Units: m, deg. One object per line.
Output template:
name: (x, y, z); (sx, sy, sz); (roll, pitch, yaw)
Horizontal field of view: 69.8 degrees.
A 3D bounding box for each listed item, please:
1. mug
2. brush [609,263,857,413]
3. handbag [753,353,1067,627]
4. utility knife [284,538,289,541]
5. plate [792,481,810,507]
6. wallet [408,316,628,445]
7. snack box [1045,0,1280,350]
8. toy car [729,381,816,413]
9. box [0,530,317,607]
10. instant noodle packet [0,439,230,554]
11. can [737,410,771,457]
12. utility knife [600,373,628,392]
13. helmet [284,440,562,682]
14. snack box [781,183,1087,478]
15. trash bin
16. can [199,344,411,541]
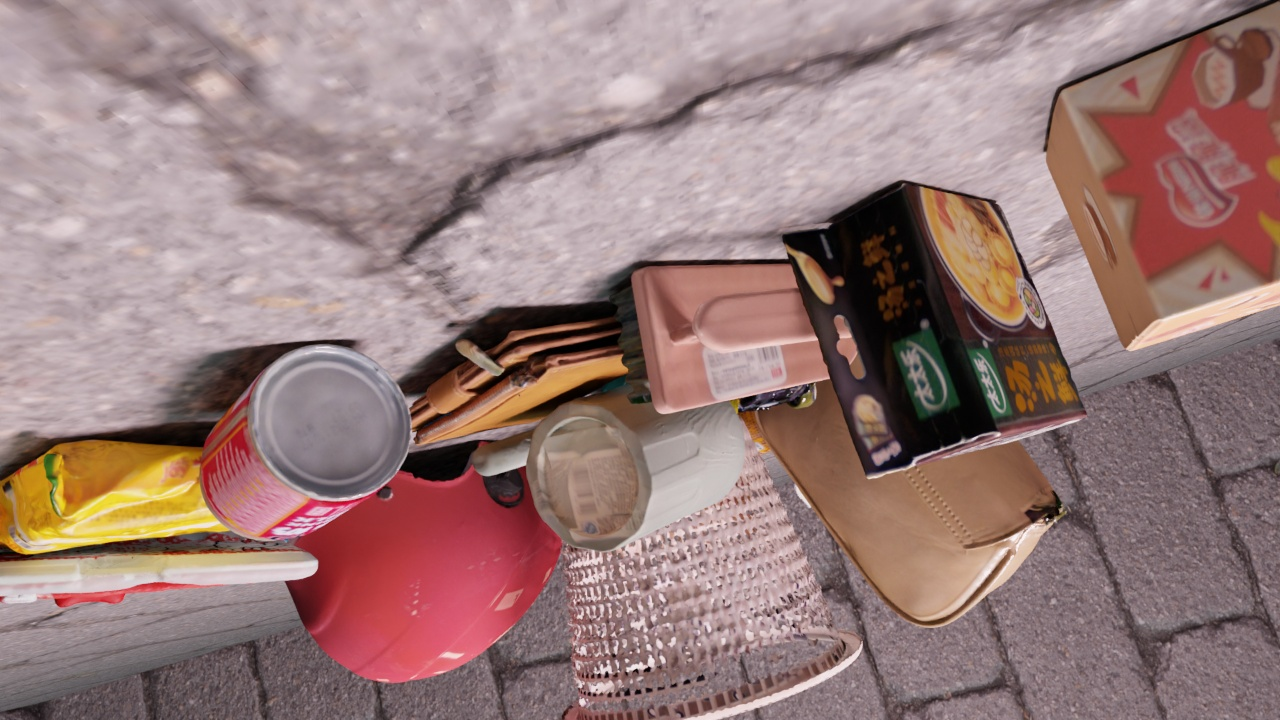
mug: (-0.018, 0.053, 0.516); (0.124, 0.084, 0.103); (2, -172, 31)
brush: (0.060, -0.015, 0.431); (0.145, 0.063, 0.073); (-7, 175, -39)
handbag: (0.174, 0.061, 0.603); (0.099, 0.204, 0.148); (-22, 161, -37)
utility knife: (-0.282, 0.154, 0.829); (0.034, 0.018, 0.208); (-18, 166, 1)
plate: (0.174, 0.043, 0.763); (0.163, 0.034, 0.164); (-50, 156, -5)
wallet: (-0.059, 0.012, 0.463); (0.118, 0.035, 0.131); (-7, 165, -44)
snack box: (0.217, -0.066, 0.342); (0.094, 0.092, 0.077); (-20, 167, 17)
toy car: (0.053, 0.018, 0.610); (0.070, 0.042, 0.158); (-9, 179, -26)
box: (-0.301, 0.114, 0.515); (0.200, 0.050, 0.161); (4, 166, -35)
instant noodle packet: (-0.240, 0.065, 0.448); (0.111, 0.044, 0.128); (-24, 163, 37)
can: (0.055, 0.068, 0.798); (0.146, 0.058, 0.058); (-24, 165, 32)
utility knife: (-0.003, 0.003, 0.548); (0.029, 0.013, 0.179); (-12, 163, -17)
helmet: (-0.150, 0.162, 0.716); (0.239, 0.144, 0.208); (-11, 159, -43)
snack box: (0.135, -0.015, 0.412); (0.125, 0.113, 0.053); (-3, 161, -47)
trash bin: (0.029, 0.149, 0.691); (0.227, 0.192, 0.227); (-15, 171, -2)
can: (-0.148, 0.039, 0.396); (0.066, 0.066, 0.094); (-5, 163, -41)
